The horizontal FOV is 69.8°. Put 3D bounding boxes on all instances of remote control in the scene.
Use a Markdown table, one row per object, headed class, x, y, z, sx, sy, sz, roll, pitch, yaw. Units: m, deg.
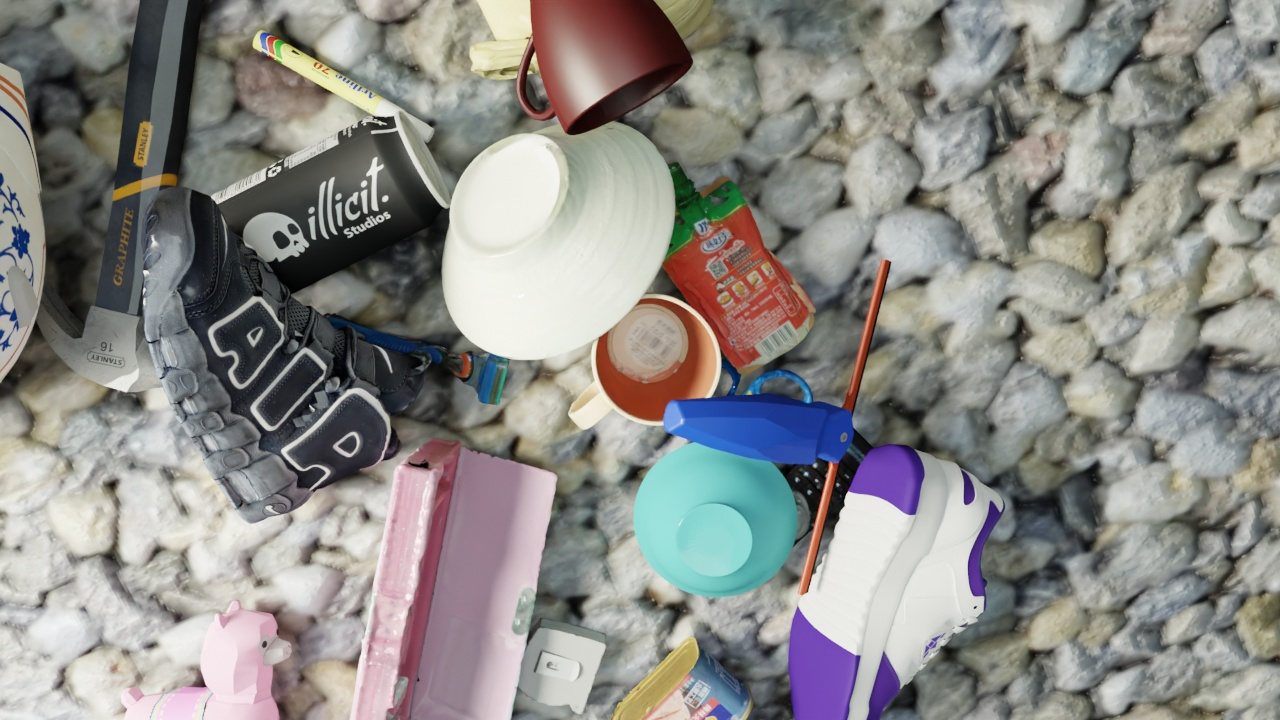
| class | x | y | z | sx | sy | sz | roll | pitch | yaw |
| --- | --- | --- | --- | --- | --- | --- | --- | --- | --- |
| remote control | 0.116 | 0.106 | 0.688 | 0.045 | 0.021 | 0.140 | 44 | 99 | -4 |

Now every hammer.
| class | x | y | z | sx | sy | sz | roll | pitch | yaw |
| --- | --- | --- | --- | --- | --- | --- | --- | --- | --- |
| hammer | -0.331 | -0.133 | 0.630 | 0.139 | 0.035 | 0.312 | 13 | 97 | -2 |

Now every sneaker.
| class | x | y | z | sx | sy | sz | roll | pitch | yaw |
| --- | --- | --- | --- | --- | --- | --- | --- | --- | --- |
| sneaker | -0.212 | -0.002 | 0.585 | 0.150 | 0.097 | 0.253 | -14 | 136 | -14 |
| sneaker | 0.192 | 0.182 | 0.675 | 0.111 | 0.092 | 0.244 | 11 | 105 | -20 |

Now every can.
| class | x | y | z | sx | sy | sz | roll | pitch | yaw |
| --- | --- | --- | --- | --- | --- | --- | --- | --- | --- |
| can | -0.208 | -0.102 | 0.614 | 0.146 | 0.080 | 0.080 | -26 | 98 | 2 |
| can | 0.028 | 0.265 | 0.689 | 0.059 | 0.054 | 0.100 | 44 | 93 | -6 |

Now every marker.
| class | x | y | z | sx | sy | sz | roll | pitch | yaw |
| --- | --- | --- | --- | --- | --- | --- | --- | --- | --- |
| marker | -0.205 | -0.189 | 0.636 | 0.132 | 0.014 | 0.014 | 29 | 95 | -6 |

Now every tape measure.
| class | x | y | z | sx | sy | sz | roll | pitch | yaw |
| --- | --- | --- | --- | --- | --- | --- | --- | --- | --- |
| tape measure | -0.062 | 0.232 | 0.697 | 0.062 | 0.020 | 0.060 | 18 | 97 | -5 |

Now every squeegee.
| class | x | y | z | sx | sy | sz | roll | pitch | yaw |
| --- | --- | --- | --- | --- | --- | --- | --- | --- | --- |
| squeegee | 0.090 | 0.044 | 0.597 | 0.184 | 0.055 | 0.249 | 8 | 98 | -39 |

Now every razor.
| class | x | y | z | sx | sy | sz | roll | pitch | yaw |
| --- | --- | --- | --- | --- | --- | --- | --- | --- | --- |
| razor | -0.164 | -0.009 | 0.661 | 0.141 | 0.018 | 0.044 | 19 | 121 | -2 |

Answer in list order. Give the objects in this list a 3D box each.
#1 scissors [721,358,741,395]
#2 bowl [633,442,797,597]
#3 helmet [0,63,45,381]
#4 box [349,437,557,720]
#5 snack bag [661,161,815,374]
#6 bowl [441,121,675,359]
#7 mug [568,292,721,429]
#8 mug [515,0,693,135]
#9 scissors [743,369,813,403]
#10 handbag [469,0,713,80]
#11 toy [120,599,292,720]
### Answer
| class | x | y | z | sx | sy | sz | roll | pitch | yaw |
| --- | --- | --- | --- | --- | --- | --- | --- | --- | --- |
| scissors | 0.056 | 0.056 | 0.684 | 0.130 | 0.014 | 0.115 | -29 | 102 | 6 |
| bowl | 0.053 | 0.122 | 0.661 | 0.121 | 0.046 | 0.121 | 1 | 99 | 5 |
| helmet | -0.477 | -0.053 | 0.524 | 0.236 | 0.230 | 0.314 | 11 | 89 | 24 |
| box | -0.129 | 0.182 | 0.652 | 0.112 | 0.099 | 0.232 | 12 | 96 | 1 |
| snack bag | 0.060 | -0.071 | 0.648 | 0.087 | 0.044 | 0.155 | -37 | 99 | -22 |
| bowl | -0.069 | -0.092 | 0.584 | 0.177 | 0.058 | 0.176 | -10 | 66 | 23 |
| mug | -0.004 | 0.004 | 0.626 | 0.111 | 0.104 | 0.085 | -42 | 97 | 4 |
| mug | -0.037 | -0.189 | 0.550 | 0.114 | 0.086 | 0.088 | -25 | 96 | 36 |
| scissors | 0.063 | 0.036 | 0.666 | 0.126 | 0.023 | 0.061 | 1 | 102 | 2 |
| handbag | -0.061 | -0.300 | 0.592 | 0.191 | 0.088 | 0.233 | -26 | 99 | 4 |
| toy | -0.316 | 0.257 | 0.668 | 0.123 | 0.067 | 0.157 | 0 | 94 | -1 |
